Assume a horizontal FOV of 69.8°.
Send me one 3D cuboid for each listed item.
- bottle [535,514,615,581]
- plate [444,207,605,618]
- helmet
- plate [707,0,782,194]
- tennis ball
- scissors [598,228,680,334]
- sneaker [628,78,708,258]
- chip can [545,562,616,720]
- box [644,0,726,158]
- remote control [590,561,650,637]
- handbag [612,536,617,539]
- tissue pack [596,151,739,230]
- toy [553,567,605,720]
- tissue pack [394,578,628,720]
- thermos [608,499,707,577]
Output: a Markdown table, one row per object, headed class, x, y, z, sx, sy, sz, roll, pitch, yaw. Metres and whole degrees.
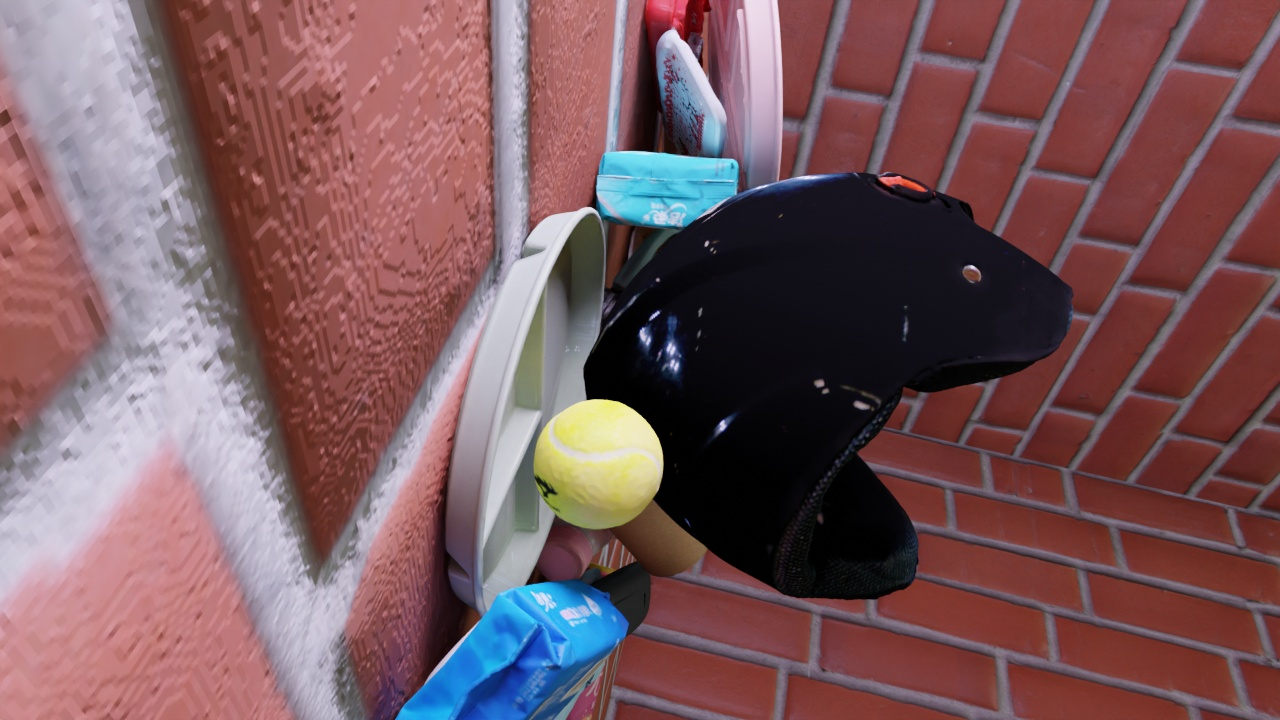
| class | x | y | z | sx | sy | sz | roll | pitch | yaw |
| --- | --- | --- | --- | --- | --- | --- | --- | --- | --- |
| bottle | -0.037 | 0.106 | 0.752 | 0.196 | 0.068 | 0.068 | -60 | 163 | -60 |
| plate | -0.060 | 0.027 | 0.506 | 0.230 | 0.027 | 0.230 | 16 | 88 | -85 |
| helmet | 0.103 | 0.001 | 0.553 | 0.273 | 0.230 | 0.234 | -51 | 162 | -46 |
| plate | 0.079 | -0.227 | 0.735 | 0.229 | 0.028 | 0.229 | 168 | -84 | -89 |
| tennis ball | -0.021 | 0.052 | 0.463 | 0.065 | 0.065 | 0.065 | 15 | 88 | -85 |
| scissors | -0.008 | -0.059 | 0.695 | 0.172 | 0.019 | 0.176 | -55 | 169 | 0 |
| sneaker | 0.051 | -0.147 | 0.882 | 0.088 | 0.118 | 0.240 | 38 | 58 | -62 |
| chip can | -0.068 | 0.274 | 0.764 | 0.071 | 0.071 | 0.210 | 86 | 18 | -72 |
| box | 0.036 | -0.225 | 0.734 | 0.201 | 0.063 | 0.160 | 57 | 26 | -84 |
| remote control | -0.017 | 0.186 | 0.688 | 0.136 | 0.024 | 0.053 | -6 | 97 | -65 |
| handbag | -0.005 | 0.116 | 0.907 | 0.179 | 0.063 | 0.163 | -56 | -145 | 28 |
| tissue pack | 0.022 | -0.122 | 0.656 | 0.133 | 0.093 | 0.050 | -62 | 156 | -75 |
| toy | -0.068 | 0.232 | 0.675 | 0.156 | 0.050 | 0.161 | 13 | 94 | -61 |
| tissue pack | -0.062 | 0.155 | 0.457 | 0.095 | 0.052 | 0.157 | -49 | 165 | 1 |
| thermos | -0.003 | 0.088 | 0.666 | 0.143 | 0.093 | 0.092 | 59 | 30 | -30 |
